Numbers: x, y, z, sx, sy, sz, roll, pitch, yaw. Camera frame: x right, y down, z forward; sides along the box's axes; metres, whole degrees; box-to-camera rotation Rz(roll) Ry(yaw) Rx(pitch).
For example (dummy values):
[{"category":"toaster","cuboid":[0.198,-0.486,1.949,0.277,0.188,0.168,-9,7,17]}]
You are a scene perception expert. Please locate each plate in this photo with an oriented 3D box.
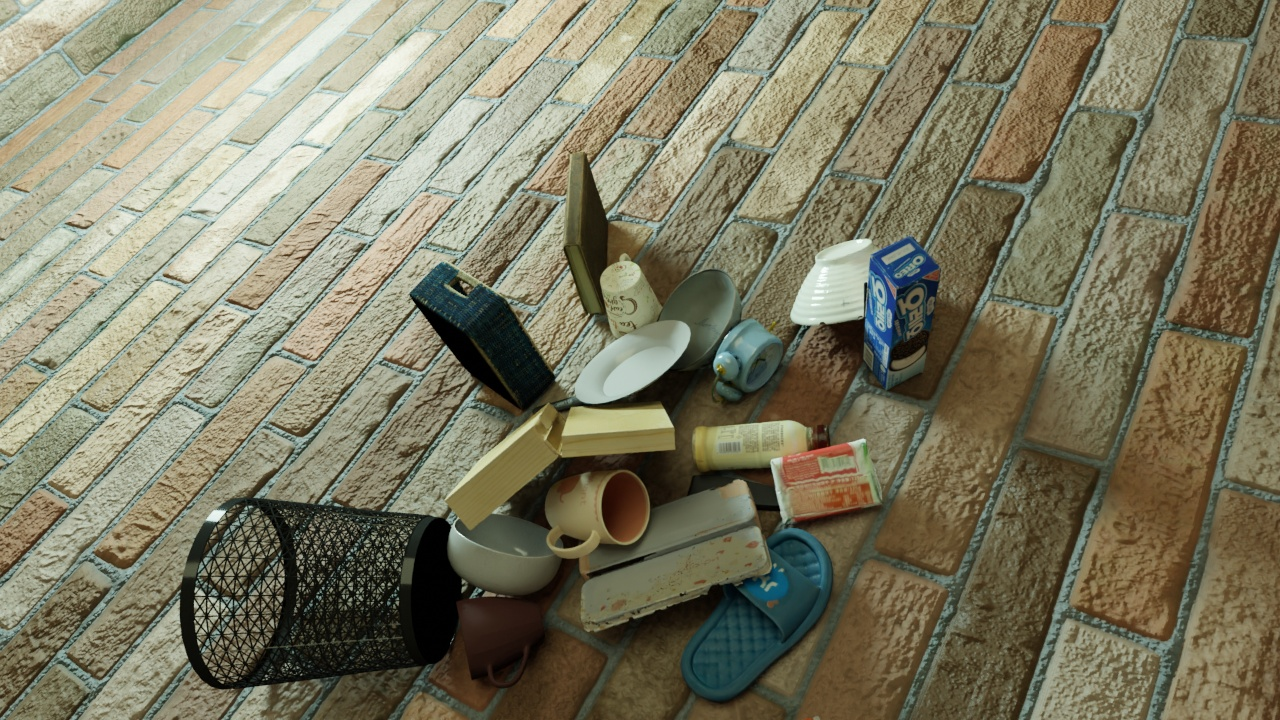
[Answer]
[{"category":"plate","cuboid":[-0.007,0.007,1.209,0.173,0.019,0.172,-26,25,13]}]

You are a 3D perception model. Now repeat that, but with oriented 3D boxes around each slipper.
[{"category":"slipper","cuboid":[0.126,0.269,0.978,0.104,0.059,0.213,30,67,33]}]

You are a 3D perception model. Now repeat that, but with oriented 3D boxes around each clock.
[{"category":"clock","cuboid":[0.131,0.004,1.176,0.124,0.089,0.052,-42,58,-20]}]

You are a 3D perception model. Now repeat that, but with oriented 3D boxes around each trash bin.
[{"category":"trash bin","cuboid":[-0.349,0.264,1.053,0.243,0.217,0.216,-3,51,8]}]

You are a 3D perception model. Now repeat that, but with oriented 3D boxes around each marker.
[{"category":"marker","cuboid":[-0.089,0.056,1.255,0.123,0.015,0.018,-16,49,8]}]

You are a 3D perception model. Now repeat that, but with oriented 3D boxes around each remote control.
[{"category":"remote control","cuboid":[0.118,0.160,1.102,0.125,0.010,0.039,5,54,21]}]

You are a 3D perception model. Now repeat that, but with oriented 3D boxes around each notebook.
[{"category":"notebook","cuboid":[-0.085,-0.205,1.354,0.034,0.190,0.215,-8,48,9]}]

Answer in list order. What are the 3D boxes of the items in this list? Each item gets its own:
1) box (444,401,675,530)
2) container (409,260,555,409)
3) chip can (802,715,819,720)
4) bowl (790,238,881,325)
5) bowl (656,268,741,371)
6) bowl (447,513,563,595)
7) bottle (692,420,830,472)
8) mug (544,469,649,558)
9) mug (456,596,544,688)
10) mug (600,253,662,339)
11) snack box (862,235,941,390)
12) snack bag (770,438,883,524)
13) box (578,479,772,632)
[{"category":"box","cuboid":[-0.089,0.099,1.083,0.261,0.096,0.247,-16,5,-1]},{"category":"container","cuboid":[-0.215,-0.032,1.254,0.145,0.187,0.071,31,70,36]},{"category":"chip can","cuboid":[0.080,0.403,0.878,0.210,0.062,0.062,-19,48,3]},{"category":"bowl","cuboid":[0.270,-0.111,1.180,0.177,0.071,0.177,-19,16,5]},{"category":"bowl","cuboid":[0.087,-0.045,1.234,0.151,0.056,0.150,-31,44,36]},{"category":"bowl","cuboid":[-0.161,0.233,1.071,0.132,0.131,0.064,19,98,30]},{"category":"bottle","cuboid":[0.146,0.103,1.109,0.162,0.056,0.056,-5,50,14]},{"category":"mug","cuboid":[-0.061,0.178,1.047,0.105,0.085,0.111,-6,38,43]},{"category":"mug","cuboid":[-0.151,0.312,1.022,0.088,0.087,0.114,-11,41,-14]},{"category":"mug","cuboid":[-0.015,-0.101,1.304,0.081,0.097,0.121,-8,50,12]},{"category":"snack box","cuboid":[0.300,-0.049,1.068,0.059,0.227,0.059,-26,57,-5]},{"category":"snack bag","cuboid":[0.211,0.139,1.051,0.116,0.036,0.077,-13,80,5]},{"category":"box","cuboid":[0.034,0.221,1.032,0.216,0.043,0.148,-19,37,8]}]
